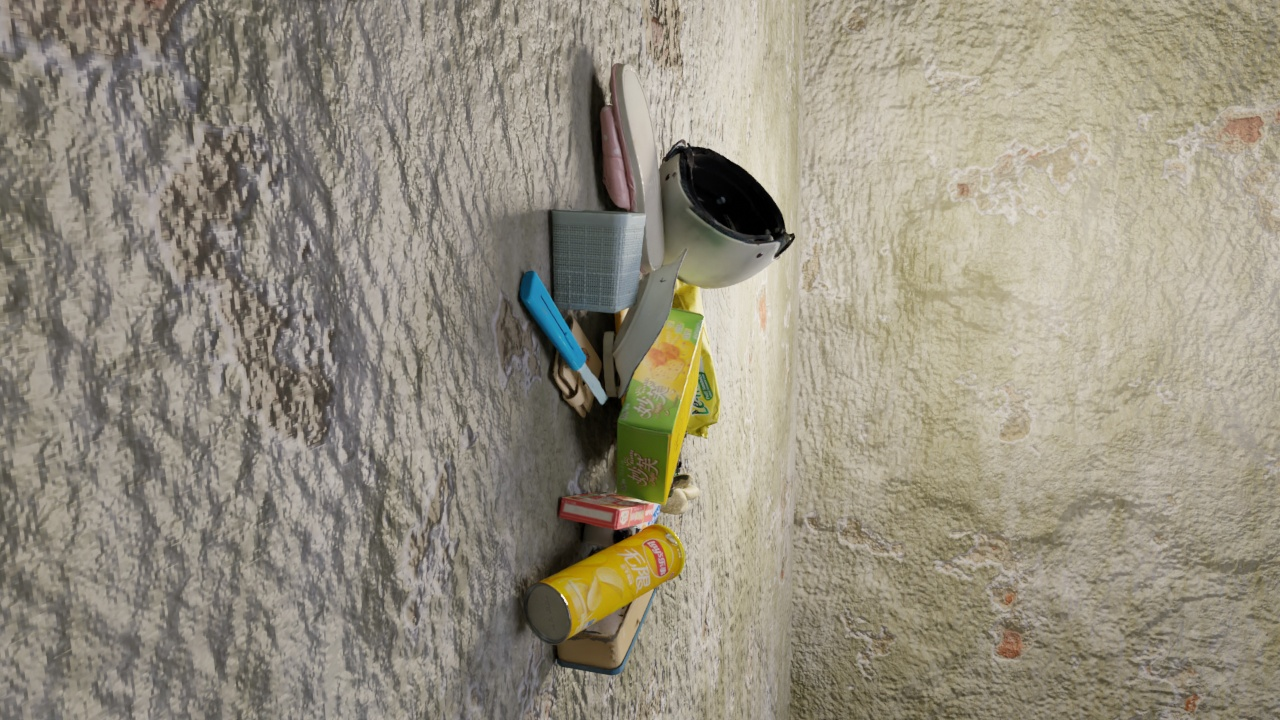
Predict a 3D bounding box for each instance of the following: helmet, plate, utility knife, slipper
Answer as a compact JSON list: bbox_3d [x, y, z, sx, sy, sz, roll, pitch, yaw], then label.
[{"bbox_3d":[0.097,-0.197,1.355,0.157,0.230,0.273,-48,-174,24],"label":"helmet"},{"bbox_3d":[0.002,-0.050,1.116,0.163,0.034,0.164,-73,-170,-46],"label":"plate"},{"bbox_3d":[-0.080,-0.016,1.020,0.219,0.018,0.034,60,36,-46],"label":"utility knife"},{"bbox_3d":[-0.014,-0.243,1.189,0.114,0.054,0.275,-60,144,-58],"label":"slipper"}]

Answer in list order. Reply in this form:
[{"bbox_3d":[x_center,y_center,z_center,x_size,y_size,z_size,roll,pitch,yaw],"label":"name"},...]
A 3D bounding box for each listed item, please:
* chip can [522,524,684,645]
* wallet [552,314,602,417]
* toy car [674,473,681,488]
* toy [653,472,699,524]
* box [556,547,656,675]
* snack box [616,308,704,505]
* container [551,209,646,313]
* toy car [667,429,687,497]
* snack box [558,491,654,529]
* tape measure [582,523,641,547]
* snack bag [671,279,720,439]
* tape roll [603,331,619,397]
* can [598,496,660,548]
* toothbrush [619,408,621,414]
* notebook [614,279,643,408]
[{"bbox_3d":[-0.037,0.253,1.052,0.212,0.072,0.072,-15,108,-51],"label":"chip can"},{"bbox_3d":[-0.074,0.012,1.088,0.115,0.024,0.087,64,34,-60],"label":"wallet"},{"bbox_3d":[0.049,0.209,1.509,0.091,0.036,0.043,-47,136,-70],"label":"toy car"},{"bbox_3d":[0.041,0.206,1.402,0.105,0.066,0.157,-48,150,12],"label":"toy"},{"bbox_3d":[-0.043,0.308,1.130,0.183,0.090,0.062,-54,144,-57],"label":"box"},{"bbox_3d":[0.026,0.057,1.189,0.158,0.070,0.209,93,12,-47],"label":"snack box"},{"bbox_3d":[-0.049,-0.114,1.043,0.089,0.090,0.111,-25,120,-70],"label":"container"},{"bbox_3d":[0.039,0.142,1.313,0.155,0.041,0.071,-52,153,-72],"label":"toy car"},{"bbox_3d":[-0.039,0.185,1.137,0.152,0.075,0.025,18,82,-72],"label":"snack box"},{"bbox_3d":[-0.039,0.220,1.160,0.066,0.066,0.033,24,71,-56],"label":"tape measure"},{"bbox_3d":[0.076,-0.017,1.434,0.157,0.068,0.247,-96,174,-51],"label":"snack bag"},{"bbox_3d":[-0.038,0.005,1.187,0.086,0.014,0.086,0,87,-87],"label":"tape roll"},{"bbox_3d":[-0.013,0.227,1.271,0.134,0.053,0.053,-47,137,-65],"label":"can"},{"bbox_3d":[0.002,0.040,1.355,0.179,0.016,0.016,-56,147,-60],"label":"toothbrush"},{"bbox_3d":[-0.007,0.007,1.265,0.145,0.010,0.206,-58,147,-64],"label":"notebook"}]
